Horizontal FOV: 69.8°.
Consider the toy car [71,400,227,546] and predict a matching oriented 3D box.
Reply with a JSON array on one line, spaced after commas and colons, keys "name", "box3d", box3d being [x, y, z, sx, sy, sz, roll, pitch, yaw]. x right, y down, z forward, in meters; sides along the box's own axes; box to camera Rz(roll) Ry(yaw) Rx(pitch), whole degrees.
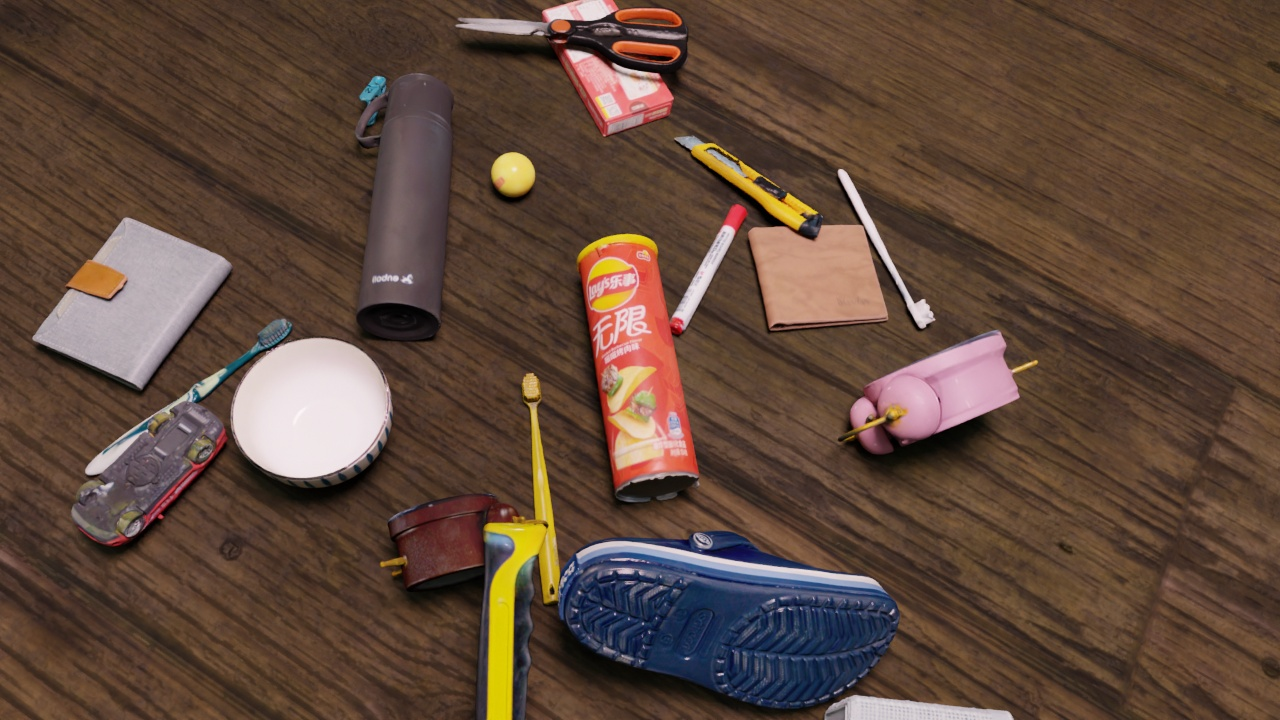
[{"name": "toy car", "box3d": [-0.369, 0.087, 0.696, 0.053, 0.045, 0.120, 32, 61, 12]}]

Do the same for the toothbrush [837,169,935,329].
[{"name": "toothbrush", "box3d": [0.227, -0.109, 0.858, 0.016, 0.016, 0.180, -31, 66, 21]}]

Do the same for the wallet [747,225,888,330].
[{"name": "wallet", "box3d": [0.162, -0.078, 0.838, 0.115, 0.020, 0.101, -5, 66, -10]}]

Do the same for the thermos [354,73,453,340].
[{"name": "thermos", "box3d": [-0.213, -0.138, 0.809, 0.090, 0.068, 0.242, -7, 63, 9]}]

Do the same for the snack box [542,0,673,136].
[{"name": "snack box", "box3d": [-0.035, -0.298, 0.917, 0.075, 0.025, 0.153, -22, 69, -16]}]

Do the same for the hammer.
[{"name": "hammer", "box3d": [-0.096, 0.270, 0.603, 0.126, 0.032, 0.323, 2, 81, -3]}]

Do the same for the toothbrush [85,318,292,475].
[{"name": "toothbrush", "box3d": [-0.362, 0.027, 0.740, 0.016, 0.018, 0.191, 42, 68, 15]}]

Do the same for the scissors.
[{"name": "scissors", "box3d": [-0.064, -0.330, 0.906, 0.235, 0.022, 0.139, 21, 57, 8]}]

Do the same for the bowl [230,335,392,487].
[{"name": "bowl", "box3d": [-0.249, 0.047, 0.715, 0.116, 0.066, 0.116, 2, 66, -4]}]

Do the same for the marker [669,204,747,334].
[{"name": "marker", "box3d": [0.061, -0.084, 0.832, 0.017, 0.017, 0.145, 26, 66, 7]}]

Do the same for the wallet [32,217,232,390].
[{"name": "wallet", "box3d": [-0.422, -0.051, 0.761, 0.106, 0.037, 0.129, 23, 65, 5]}]

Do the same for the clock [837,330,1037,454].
[{"name": "clock", "box3d": [0.230, 0.031, 0.742, 0.158, 0.117, 0.059, -19, 80, -15]}]

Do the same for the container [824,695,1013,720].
[{"name": "container", "box3d": [0.188, 0.283, 0.636, 0.111, 0.090, 0.089, 9, 64, 2]}]

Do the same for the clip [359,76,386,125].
[{"name": "clip", "box3d": [-0.256, -0.253, 0.878, 0.013, 0.034, 0.055, 10, 48, -2]}]

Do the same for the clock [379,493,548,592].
[{"name": "clock", "box3d": [-0.128, 0.132, 0.679, 0.122, 0.082, 0.055, -12, 71, -10]}]

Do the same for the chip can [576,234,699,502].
[{"name": "chip can", "box3d": [-0.004, 0.004, 0.755, 0.073, 0.073, 0.216, -6, 66, -8]}]

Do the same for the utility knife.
[{"name": "utility knife", "box3d": [0.102, -0.170, 0.866, 0.176, 0.015, 0.033, 39, 53, 21]}]

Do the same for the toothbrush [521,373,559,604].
[{"name": "toothbrush", "box3d": [-0.080, 0.098, 0.734, 0.015, 0.017, 0.190, -6, 66, -7]}]

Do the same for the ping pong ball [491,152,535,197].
[{"name": "ping pong ball", "box3d": [-0.117, -0.170, 0.842, 0.040, 0.040, 0.040, 2, 65, -5]}]

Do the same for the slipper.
[{"name": "slipper", "box3d": [0.060, 0.180, 0.672, 0.252, 0.105, 0.095, 12, 22, -15]}]
